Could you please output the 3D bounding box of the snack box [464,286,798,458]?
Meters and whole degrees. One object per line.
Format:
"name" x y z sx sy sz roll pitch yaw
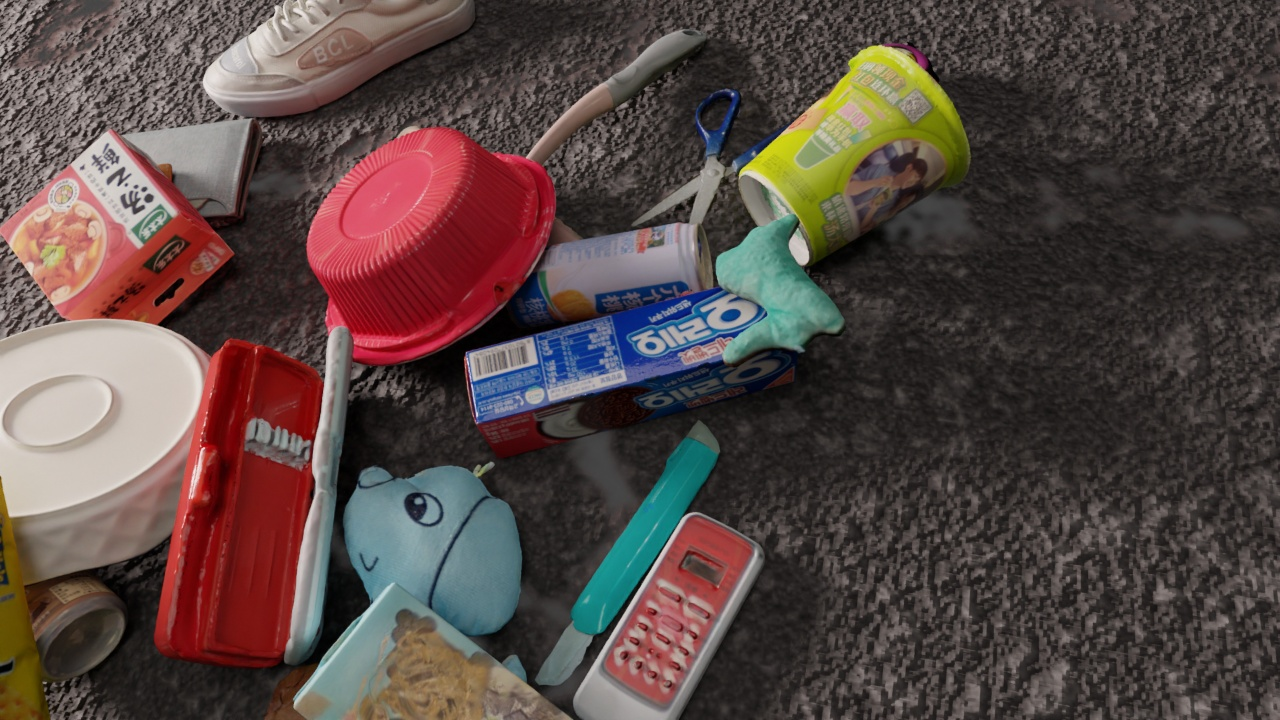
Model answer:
"snack box" -0.003 0.003 0.586 0.207 0.058 0.057 -15 59 -1

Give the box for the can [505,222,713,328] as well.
"can" -0.022 -0.057 0.614 0.135 0.053 0.053 -8 59 14

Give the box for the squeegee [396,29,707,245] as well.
"squeegee" -0.032 -0.197 0.719 0.248 0.040 0.249 36 70 25

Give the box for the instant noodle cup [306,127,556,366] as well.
"instant noodle cup" -0.156 -0.091 0.625 0.194 0.066 0.193 -18 48 21

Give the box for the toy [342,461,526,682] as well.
"toy" -0.119 0.131 0.531 0.161 0.050 0.155 34 61 9

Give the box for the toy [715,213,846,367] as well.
"toy" 0.079 -0.038 0.549 0.096 0.030 0.092 -33 60 -8

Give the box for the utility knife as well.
"utility knife" -0.004 0.113 0.547 0.029 0.013 0.186 26 65 23

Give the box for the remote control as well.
"remote control" 0.018 0.151 0.518 0.056 0.020 0.135 26 66 20

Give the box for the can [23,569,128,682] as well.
"can" -0.371 0.140 0.558 0.116 0.058 0.058 29 68 22

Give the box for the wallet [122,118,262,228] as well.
"wallet" -0.380 -0.149 0.741 0.130 0.037 0.106 -5 59 5

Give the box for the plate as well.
"plate" -0.362 0.045 0.582 0.205 0.046 0.204 3 43 -3

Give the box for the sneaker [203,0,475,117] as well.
"sneaker" -0.262 -0.288 0.775 0.242 0.091 0.089 -26 59 -7

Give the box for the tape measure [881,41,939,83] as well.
"tape measure" 0.191 -0.209 0.694 0.058 0.039 0.057 -19 59 -9

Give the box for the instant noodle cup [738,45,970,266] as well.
"instant noodle cup" 0.136 -0.130 0.621 0.123 0.112 0.111 -37 61 -6

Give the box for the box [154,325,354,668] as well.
"box" -0.209 0.074 0.549 0.099 0.095 0.201 -25 54 32

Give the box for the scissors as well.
"scissors" 0.059 -0.150 0.688 0.162 0.012 0.163 -16 56 -6

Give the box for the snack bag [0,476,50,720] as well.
"snack bag" -0.408 0.168 0.480 0.158 0.068 0.246 -9 93 3

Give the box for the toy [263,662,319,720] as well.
"toy" -0.182 0.267 0.427 0.226 0.090 0.246 -15 39 -26

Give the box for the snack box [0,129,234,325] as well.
"snack box" -0.388 -0.088 0.679 0.113 0.044 0.127 -45 72 -4

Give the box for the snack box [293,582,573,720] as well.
"snack box" -0.081 0.194 0.461 0.175 0.052 0.074 36 69 5
